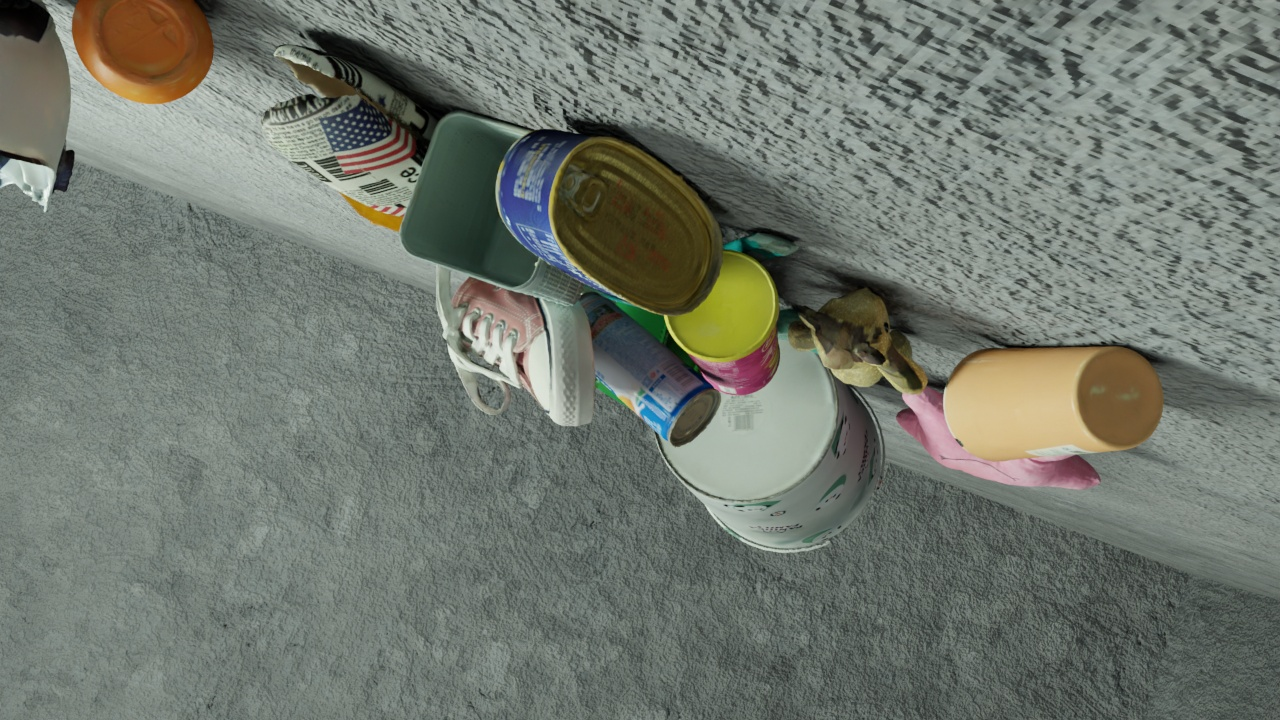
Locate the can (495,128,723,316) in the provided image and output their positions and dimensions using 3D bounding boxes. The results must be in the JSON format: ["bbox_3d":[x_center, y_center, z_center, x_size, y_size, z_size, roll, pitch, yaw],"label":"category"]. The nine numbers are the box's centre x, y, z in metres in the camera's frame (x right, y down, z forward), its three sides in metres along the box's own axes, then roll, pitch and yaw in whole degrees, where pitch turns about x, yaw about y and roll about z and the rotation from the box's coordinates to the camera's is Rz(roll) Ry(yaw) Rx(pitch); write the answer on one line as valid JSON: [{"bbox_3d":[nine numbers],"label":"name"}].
[{"bbox_3d":[-0.013,-0.075,0.508,0.049,0.074,0.148,22,178,39],"label":"can"}]

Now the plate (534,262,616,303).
[{"bbox_3d":[-0.101,-0.075,0.973,0.230,0.027,0.230,30,166,8],"label":"plate"}]

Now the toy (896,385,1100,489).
[{"bbox_3d":[0.341,0.081,0.882,0.195,0.074,0.178,20,168,20],"label":"toy"}]

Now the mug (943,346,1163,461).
[{"bbox_3d":[0.255,0.026,0.570,0.078,0.078,0.123,21,173,-9],"label":"mug"}]

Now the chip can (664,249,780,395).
[{"bbox_3d":[0.065,-0.020,0.667,0.071,0.071,0.210,20,176,11],"label":"chip can"}]

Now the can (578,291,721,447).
[{"bbox_3d":[-0.004,0.004,0.696,0.134,0.053,0.053,41,-173,28],"label":"can"}]

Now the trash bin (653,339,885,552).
[{"bbox_3d":[0.135,0.079,0.985,0.230,0.229,0.252,19,170,23],"label":"trash bin"}]

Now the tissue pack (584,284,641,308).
[{"bbox_3d":[-0.009,-0.073,0.704,0.093,0.050,0.133,18,176,36],"label":"tissue pack"}]

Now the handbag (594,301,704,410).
[{"bbox_3d":[0.011,-0.018,0.819,0.120,0.131,0.068,24,166,9],"label":"handbag"}]

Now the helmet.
[{"bbox_3d":[-0.443,-0.194,0.532,0.228,0.145,0.259,21,169,-42],"label":"helmet"}]

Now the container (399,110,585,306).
[{"bbox_3d":[-0.076,-0.088,0.575,0.090,0.090,0.111,19,180,14],"label":"container"}]

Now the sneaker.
[{"bbox_3d":[-0.102,-0.022,0.682,0.087,0.118,0.241,-10,-149,-21],"label":"sneaker"}]

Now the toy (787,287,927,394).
[{"bbox_3d":[0.159,-0.014,0.649,0.105,0.066,0.157,31,-171,23],"label":"toy"}]

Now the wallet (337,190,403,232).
[{"bbox_3d":[-0.224,-0.143,0.871,0.131,0.035,0.119,20,168,17],"label":"wallet"}]

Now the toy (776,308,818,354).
[{"bbox_3d":[0.149,-0.023,0.780,0.092,0.030,0.096,16,170,-12],"label":"toy"}]

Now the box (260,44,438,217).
[{"bbox_3d":[-0.156,-0.120,0.547,0.075,0.082,0.163,17,174,18],"label":"box"}]

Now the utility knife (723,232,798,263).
[{"bbox_3d":[0.067,-0.070,0.618,0.029,0.013,0.158,23,176,-10],"label":"utility knife"}]

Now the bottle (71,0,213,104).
[{"bbox_3d":[-0.286,-0.184,0.531,0.066,0.067,0.149,22,-176,-31],"label":"bottle"}]
